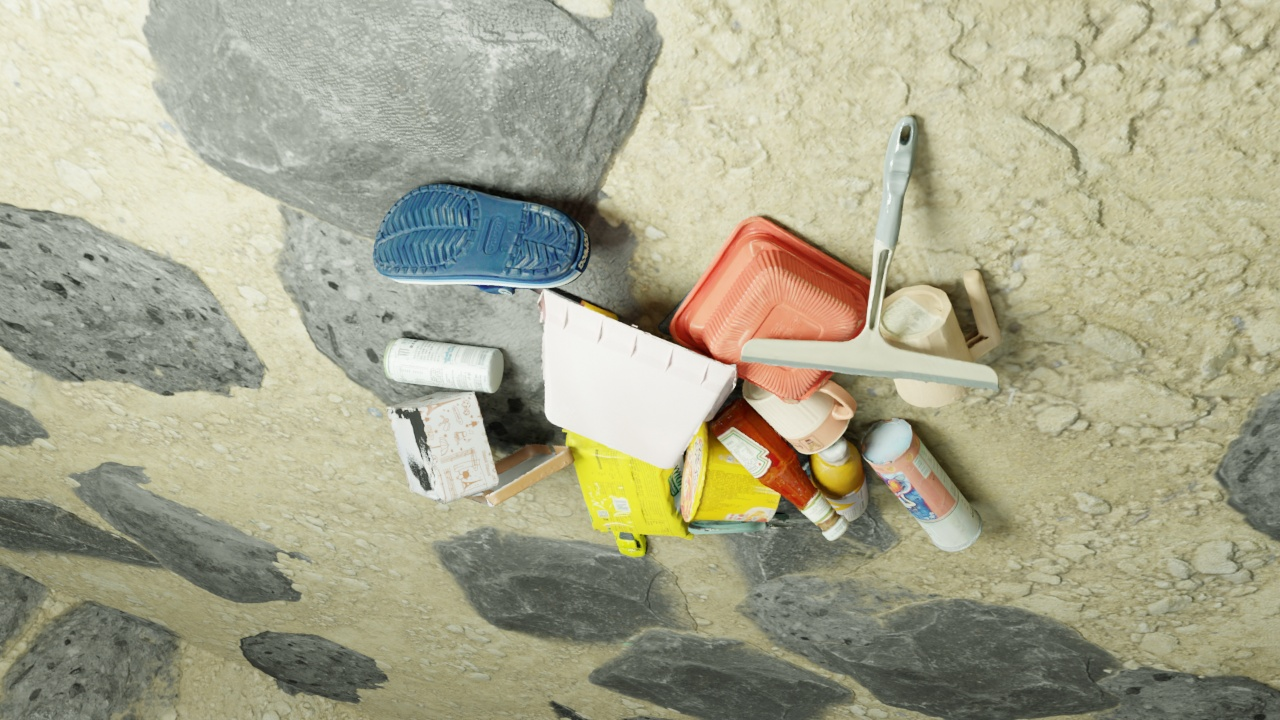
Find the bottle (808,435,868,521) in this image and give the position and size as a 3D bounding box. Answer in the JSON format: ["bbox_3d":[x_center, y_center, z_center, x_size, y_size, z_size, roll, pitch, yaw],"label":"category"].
[{"bbox_3d":[0.251,0.147,1.168,0.068,0.067,0.190,0,151,18],"label":"bottle"}]

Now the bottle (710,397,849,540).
[{"bbox_3d":[0.172,0.134,1.114,0.206,0.059,0.060,46,137,-1],"label":"bottle"}]

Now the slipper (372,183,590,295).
[{"bbox_3d":[-0.164,-0.124,0.983,0.253,0.105,0.095,5,168,22],"label":"slipper"}]

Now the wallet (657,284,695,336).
[{"bbox_3d":[0.094,-0.039,1.059,0.121,0.019,0.097,25,143,-14],"label":"wallet"}]

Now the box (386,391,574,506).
[{"bbox_3d":[-0.210,0.108,1.238,0.183,0.193,0.157,-3,104,61],"label":"box"}]

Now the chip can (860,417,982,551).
[{"bbox_3d":[0.361,0.161,1.172,0.071,0.071,0.214,-18,131,35],"label":"chip can"}]

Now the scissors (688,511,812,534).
[{"bbox_3d":[0.152,0.222,1.266,0.170,0.019,0.178,-5,175,4],"label":"scissors"}]

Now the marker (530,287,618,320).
[{"bbox_3d":[-0.084,-0.070,1.081,0.124,0.015,0.018,24,140,-7],"label":"marker"}]

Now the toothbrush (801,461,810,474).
[{"bbox_3d":[0.173,0.181,1.293,0.026,0.026,0.222,22,143,-28],"label":"toothbrush"}]

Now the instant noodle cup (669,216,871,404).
[{"bbox_3d":[0.145,-0.038,0.952,0.188,0.079,0.165,27,113,-15],"label":"instant noodle cup"}]

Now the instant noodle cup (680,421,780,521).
[{"bbox_3d":[0.120,0.149,1.195,0.110,0.137,0.138,9,142,-7],"label":"instant noodle cup"}]

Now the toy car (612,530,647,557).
[{"bbox_3d":[-0.017,0.294,1.490,0.048,0.032,0.105,3,142,14],"label":"toy car"}]

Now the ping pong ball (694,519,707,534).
[{"bbox_3d":[0.082,0.242,1.387,0.040,0.040,0.040,9,141,7],"label":"ping pong ball"}]

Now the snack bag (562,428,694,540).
[{"bbox_3d":[-0.014,0.172,1.297,0.158,0.068,0.247,2,135,16],"label":"snack bag"}]

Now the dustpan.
[{"bbox_3d":[-0.006,0.006,1.062,0.222,0.138,0.274,24,137,4],"label":"dustpan"}]

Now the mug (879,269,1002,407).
[{"bbox_3d":[0.311,-0.026,0.951,0.124,0.084,0.103,-33,129,2],"label":"mug"}]

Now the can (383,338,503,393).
[{"bbox_3d":[-0.255,0.006,1.193,0.147,0.058,0.058,6,141,11],"label":"can"}]

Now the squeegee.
[{"bbox_3d":[0.229,-0.105,0.861,0.246,0.039,0.247,6,112,8],"label":"squeegee"}]

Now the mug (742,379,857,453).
[{"bbox_3d":[0.192,0.046,1.070,0.106,0.081,0.115,41,152,-27],"label":"mug"}]
